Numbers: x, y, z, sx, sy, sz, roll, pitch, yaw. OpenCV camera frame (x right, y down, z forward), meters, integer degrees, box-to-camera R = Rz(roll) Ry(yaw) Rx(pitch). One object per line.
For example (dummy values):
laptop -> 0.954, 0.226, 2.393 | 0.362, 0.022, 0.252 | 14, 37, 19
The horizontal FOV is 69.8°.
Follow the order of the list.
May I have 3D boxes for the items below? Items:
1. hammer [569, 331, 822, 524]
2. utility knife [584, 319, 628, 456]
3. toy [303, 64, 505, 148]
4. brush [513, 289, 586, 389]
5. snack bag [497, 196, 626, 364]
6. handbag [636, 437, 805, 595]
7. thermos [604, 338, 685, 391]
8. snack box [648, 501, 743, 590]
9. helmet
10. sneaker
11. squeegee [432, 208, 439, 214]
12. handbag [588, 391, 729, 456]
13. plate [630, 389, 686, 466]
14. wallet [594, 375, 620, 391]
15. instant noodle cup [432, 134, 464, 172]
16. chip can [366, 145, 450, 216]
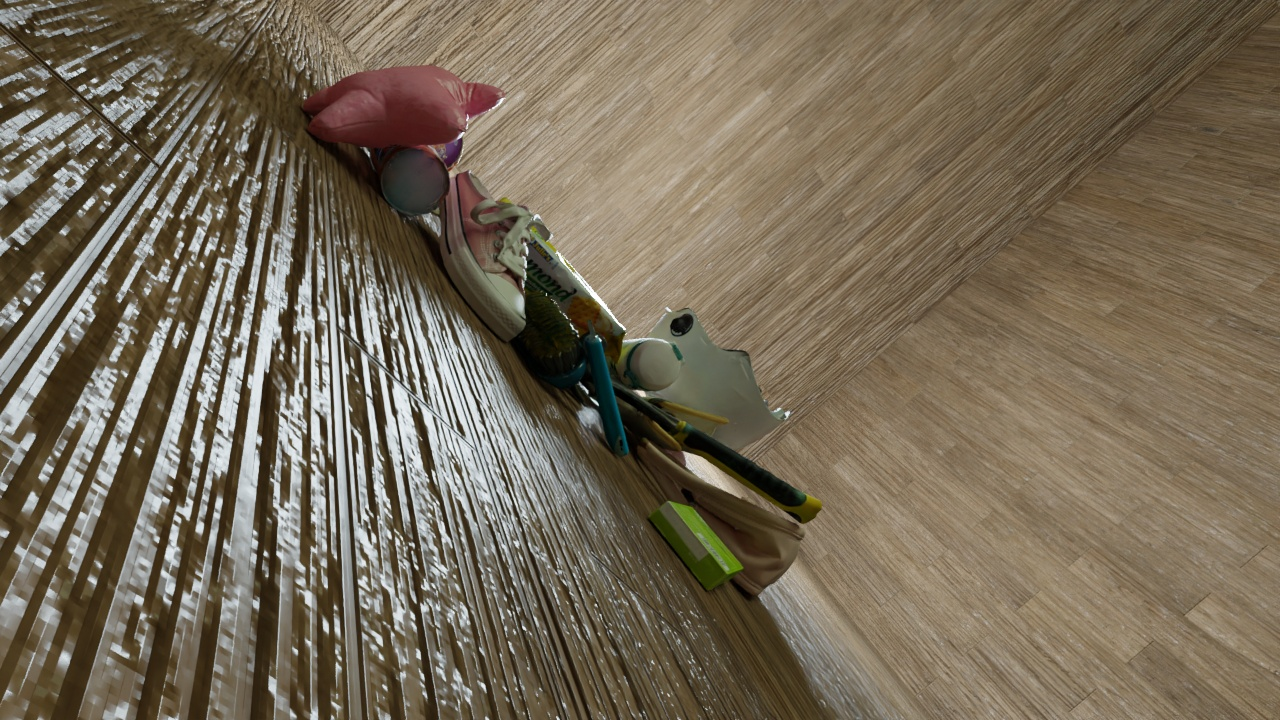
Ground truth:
hammer -> 0.054, 0.082, 1.001 | 0.323, 0.031, 0.126 | 33, -25, -6
utility knife -> -0.037, 0.026, 0.923 | 0.034, 0.018, 0.166 | -129, -157, -52
toy -> -0.227, -0.238, 0.872 | 0.179, 0.194, 0.075 | 27, -51, 40
brush -> -0.093, -0.015, 0.933 | 0.144, 0.055, 0.074 | 51, -19, 51
snack bag -> -0.117, -0.100, 1.134 | 0.246, 0.068, 0.158 | 46, 3, -14
handbag -> 0.085, 0.174, 1.108 | 0.234, 0.093, 0.193 | 37, -2, 17
thermos -> -0.007, 0.007, 1.157 | 0.073, 0.073, 0.224 | 49, -10, -9
snack box -> 0.056, 0.177, 0.881 | 0.086, 0.026, 0.156 | 49, 2, 15
helmet -> 0.087, 0.044, 1.390 | 0.259, 0.146, 0.229 | 40, -6, 39
sneaker -> -0.145, -0.124, 0.934 | 0.118, 0.088, 0.240 | 48, 16, -46
squeegee -> -0.263, -0.211, 1.231 | 0.246, 0.039, 0.246 | 64, -2, -2
handbag -> 0.007, 0.074, 1.194 | 0.178, 0.063, 0.163 | 21, -7, -17
plate -> 0.010, 0.096, 1.395 | 0.192, 0.039, 0.192 | 49, 1, -2
wallet -> -0.089, -0.011, 1.066 | 0.119, 0.035, 0.130 | 23, -19, 47
instant noodle cup -> -0.312, -0.314, 1.262 | 0.111, 0.112, 0.099 | 49, 8, 10
chip can -> -0.256, -0.219, 0.999 | 0.071, 0.071, 0.214 | 48, 2, -31
